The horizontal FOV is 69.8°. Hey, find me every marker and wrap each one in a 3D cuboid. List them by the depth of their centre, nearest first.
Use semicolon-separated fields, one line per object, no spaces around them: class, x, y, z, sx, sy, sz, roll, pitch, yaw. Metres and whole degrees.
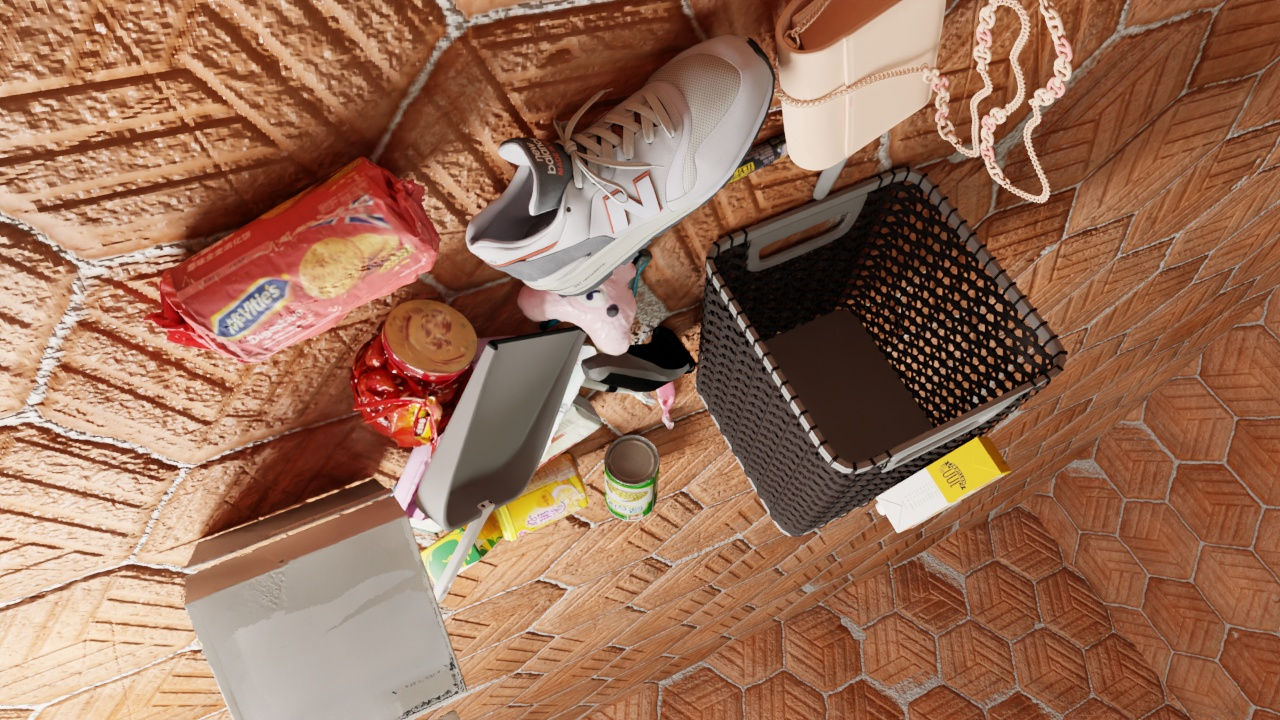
marker;0.175;-0.188;0.791;0.022;0.016;0.139;10;144;-8

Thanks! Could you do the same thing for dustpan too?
dustpan;-0.128;0.094;0.766;0.258;0.033;0.163;-61;165;16

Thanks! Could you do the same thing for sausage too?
sausage;0.070;-0.152;0.739;0.155;0.020;0.020;-26;154;-8

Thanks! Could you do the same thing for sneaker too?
sneaker;-0.027;-0.125;0.607;0.124;0.088;0.240;-1;145;-50

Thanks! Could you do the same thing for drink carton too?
drink carton;0.297;0.124;0.909;0.123;0.040;0.058;-37;159;23
drink carton;-0.196;0.204;1.023;0.058;0.041;0.122;-33;179;6

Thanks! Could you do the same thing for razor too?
razor;-0.005;0.005;0.874;0.155;0.057;0.060;-21;119;-56

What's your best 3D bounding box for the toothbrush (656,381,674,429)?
toothbrush;0.030;0.047;1.054;0.021;0.016;0.135;-26;154;-9

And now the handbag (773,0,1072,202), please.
handbag;0.179;-0.172;0.624;0.116;0.187;0.199;-38;159;-1

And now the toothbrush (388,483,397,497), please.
toothbrush;-0.281;0.167;0.943;0.135;0.021;0.017;-43;-168;24

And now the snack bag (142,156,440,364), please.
snack bag;-0.204;-0.056;0.561;0.176;0.082;0.082;-30;154;1

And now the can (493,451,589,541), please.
can;-0.115;0.153;1.035;0.105;0.067;0.068;-23;153;-16

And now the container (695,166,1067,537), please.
container;0.206;0.007;0.914;0.247;0.245;0.244;-23;157;-15

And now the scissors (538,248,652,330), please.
scissors;-0.020;-0.066;0.799;0.148;0.019;0.118;-39;152;14

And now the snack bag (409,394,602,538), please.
snack bag;-0.148;0.107;0.953;0.225;0.041;0.077;-33;153;9

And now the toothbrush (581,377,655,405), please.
toothbrush;-0.037;0.028;0.950;0.186;0.017;0.012;17;107;-56

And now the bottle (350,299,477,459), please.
bottle;-0.174;0.019;0.704;0.098;0.099;0.111;-10;150;-36

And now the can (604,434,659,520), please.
can;-0.011;0.147;1.130;0.067;0.067;0.121;-23;153;-14

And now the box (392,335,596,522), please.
box;-0.136;0.061;0.845;0.153;0.041;0.202;-8;135;-52

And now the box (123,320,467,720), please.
box;-0.312;0.110;0.790;0.166;0.446;0.165;-20;145;-22

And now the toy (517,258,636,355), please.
toy;-0.039;-0.061;0.738;0.052;0.099;0.096;-83;-161;-73
